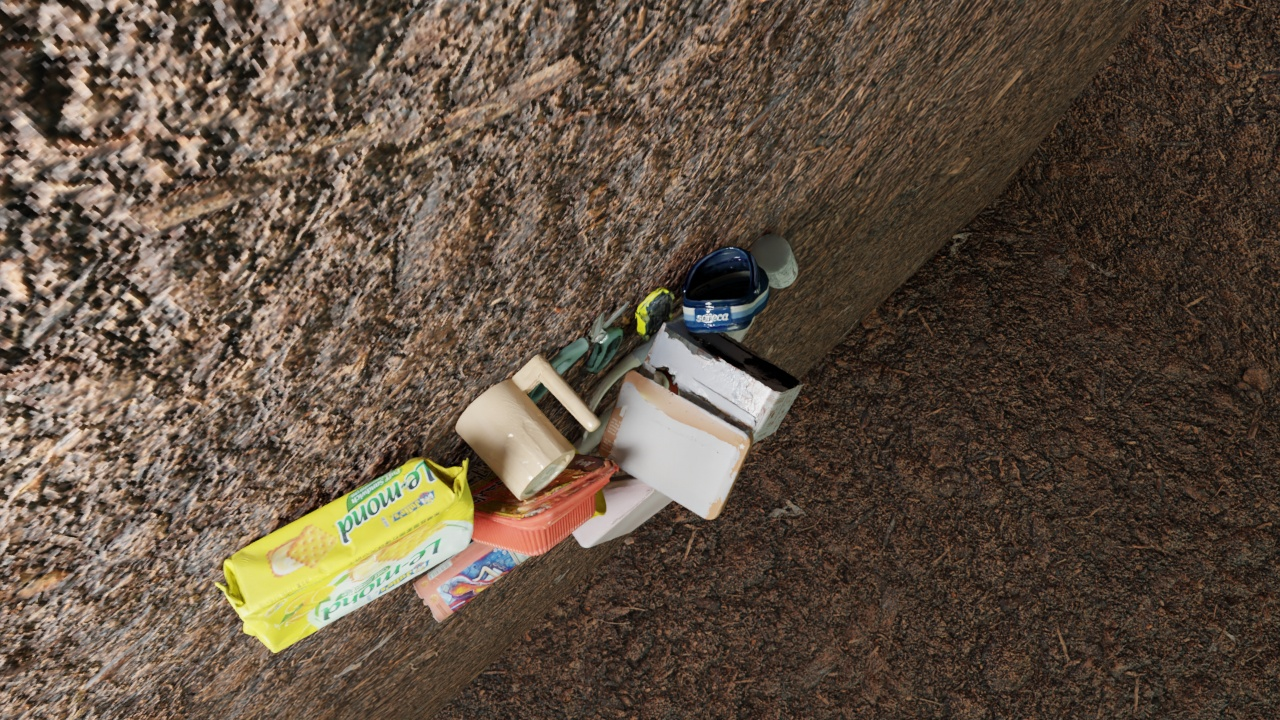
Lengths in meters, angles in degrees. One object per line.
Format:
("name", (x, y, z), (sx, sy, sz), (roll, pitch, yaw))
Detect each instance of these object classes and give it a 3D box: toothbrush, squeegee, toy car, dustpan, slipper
("toothbrush", (-0.073, 0.117, 1.359), (0.222, 0.026, 0.026), (-45, -156, 27))
("squeegee", (-0.007, 0.007, 1.257), (0.246, 0.039, 0.246), (-45, -178, -4))
("toy car", (0.015, -0.060, 1.123), (0.048, 0.032, 0.105), (-41, 166, -13))
("dustpan", (-0.035, 0.186, 1.439), (0.274, 0.139, 0.222), (-40, 163, 17))
("slipper", (0.103, -0.095, 1.167), (0.252, 0.105, 0.095), (-47, 137, -70))

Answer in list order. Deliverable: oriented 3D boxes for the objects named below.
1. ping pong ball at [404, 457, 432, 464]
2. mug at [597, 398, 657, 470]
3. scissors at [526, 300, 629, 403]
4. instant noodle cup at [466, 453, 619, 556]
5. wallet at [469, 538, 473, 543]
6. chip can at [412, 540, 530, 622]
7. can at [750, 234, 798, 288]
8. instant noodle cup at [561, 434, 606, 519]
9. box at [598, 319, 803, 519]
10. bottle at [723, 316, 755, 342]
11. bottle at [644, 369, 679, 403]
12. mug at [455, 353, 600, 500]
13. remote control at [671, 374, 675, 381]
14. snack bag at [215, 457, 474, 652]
("ping pong ball", (-0.226, 0.119, 0.941), (0.040, 0.040, 0.040), (-41, 167, -12))
("mug", (-0.016, 0.118, 1.426), (0.114, 0.106, 0.082), (-37, 165, -27))
("scissors", (-0.077, 0.001, 1.076), (0.178, 0.019, 0.170), (-38, 167, -18))
("instant noodle cup", (-0.130, 0.163, 1.077), (0.189, 0.079, 0.164), (4, -159, 38))
("wallet", (-0.226, 0.233, 1.324), (0.121, 0.019, 0.097), (-41, 168, 17))
("chip can", (-0.220, 0.286, 1.328), (0.214, 0.071, 0.071), (-34, 165, -14))
("can", (0.200, -0.145, 1.361), (0.058, 0.058, 0.146), (-46, 167, 7))
("instant noodle cup", (-0.128, 0.177, 1.234), (0.110, 0.138, 0.138), (-34, 168, 8))
("box", (0.076, 0.075, 1.162), (0.156, 0.183, 0.193), (-14, 133, -63))
("bottle", (0.122, -0.037, 1.441), (0.067, 0.068, 0.190), (-36, 165, -30))
("bottle", (0.027, 0.040, 1.377), (0.060, 0.060, 0.206), (-44, 173, -1))
("mug", (-0.118, 0.071, 0.979), (0.124, 0.103, 0.084), (-43, 167, -2))
("remote control", (0.079, -0.031, 1.325), (0.056, 0.019, 0.135), (23, 88, -77))
("snack bag", (-0.270, 0.180, 0.871), (0.246, 0.068, 0.158), (-27, 159, -22))
